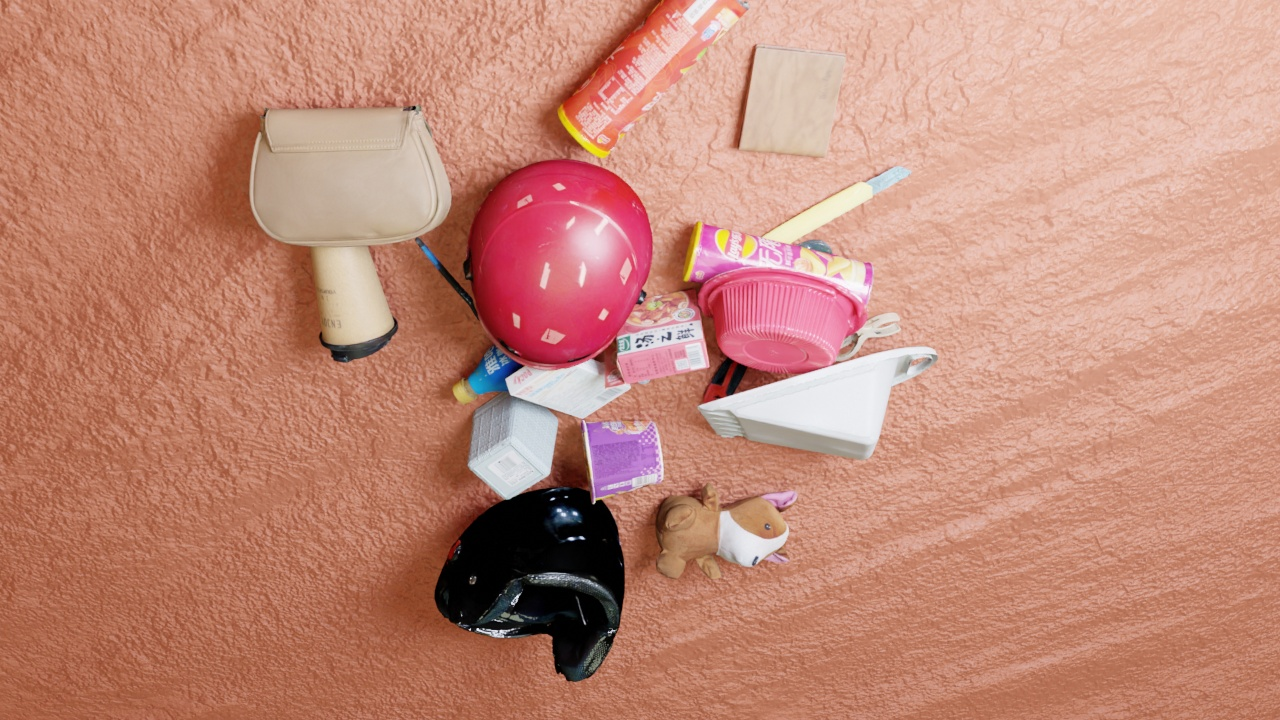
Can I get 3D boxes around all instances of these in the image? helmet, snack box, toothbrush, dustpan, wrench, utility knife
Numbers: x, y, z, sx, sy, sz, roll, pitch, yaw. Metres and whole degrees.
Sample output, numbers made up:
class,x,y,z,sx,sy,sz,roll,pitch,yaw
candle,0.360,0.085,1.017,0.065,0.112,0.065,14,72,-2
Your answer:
class,x,y,z,sx,sy,sz,roll,pitch,yaw
helmet,-0.087,-0.104,0.988,0.207,0.144,0.240,10,92,-7
helmet,-0.146,0.295,1.253,0.275,0.229,0.233,-19,133,37
snack box,0.013,-0.028,1.102,0.127,0.113,0.044,-12,127,6
toothbrush,-0.212,-0.084,1.088,0.016,0.014,0.189,-20,139,11
snack box,-0.087,0.029,1.144,0.085,0.027,0.156,-32,152,20
dustpan,0.224,0.036,1.137,0.258,0.142,0.222,11,169,14
wrench,0.152,-0.040,1.157,0.056,0.016,0.274,25,120,-12
utility knife,0.221,-0.173,1.067,0.197,0.020,0.031,-25,124,23

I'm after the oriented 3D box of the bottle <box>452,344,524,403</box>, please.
class,x,y,z,sx,sy,sz,roll,pitch,yaw
bottle,-0.141,-0.008,1.142,0.219,0.065,0.065,-29,120,18

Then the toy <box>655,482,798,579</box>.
class,x,y,z,sx,sy,sz,roll,pitch,yaw
toy,0.123,0.243,1.294,0.199,0.130,0.140,1,119,-14

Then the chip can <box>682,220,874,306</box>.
class,x,y,z,sx,sy,sz,roll,pitch,yaw
chip can,0.159,-0.104,1.067,0.210,0.071,0.072,13,123,-2

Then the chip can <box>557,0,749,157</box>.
class,x,y,z,sx,sy,sz,roll,pitch,yaw
chip can,0.010,-0.307,0.938,0.073,0.073,0.217,38,116,-24

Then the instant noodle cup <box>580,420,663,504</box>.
class,x,y,z,sx,sy,sz,roll,pitch,yaw
instant noodle cup,-0.024,0.127,1.218,0.099,0.111,0.112,-9,124,-7

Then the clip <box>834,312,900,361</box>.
class,x,y,z,sx,sy,sz,roll,pitch,yaw
clip,0.268,-0.044,1.148,0.103,0.035,0.092,-33,120,14

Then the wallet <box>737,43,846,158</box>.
class,x,y,z,sx,sy,sz,roll,pitch,yaw
wallet,0.163,-0.279,0.995,0.101,0.020,0.115,3,121,-6

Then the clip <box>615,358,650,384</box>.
class,x,y,z,sx,sy,sz,roll,pitch,yaw
clip,-0.007,0.007,1.185,0.026,0.038,0.058,-32,118,16

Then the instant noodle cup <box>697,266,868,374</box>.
class,x,y,z,sx,sy,sz,roll,pitch,yaw
instant noodle cup,0.158,-0.036,1.052,0.194,0.065,0.194,11,161,4

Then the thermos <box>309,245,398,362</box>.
class,x,y,z,sx,sy,sz,roll,pitch,yaw
thermos,-0.341,-0.078,1.077,0.093,0.093,0.143,-5,117,1

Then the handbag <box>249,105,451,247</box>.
class,x,y,z,sx,sy,sz,roll,pitch,yaw
handbag,-0.310,-0.198,0.988,0.204,0.099,0.148,-1,106,-1

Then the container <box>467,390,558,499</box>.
class,x,y,z,sx,sy,sz,roll,pitch,yaw
container,-0.166,0.109,1.192,0.090,0.111,0.090,-33,120,18
